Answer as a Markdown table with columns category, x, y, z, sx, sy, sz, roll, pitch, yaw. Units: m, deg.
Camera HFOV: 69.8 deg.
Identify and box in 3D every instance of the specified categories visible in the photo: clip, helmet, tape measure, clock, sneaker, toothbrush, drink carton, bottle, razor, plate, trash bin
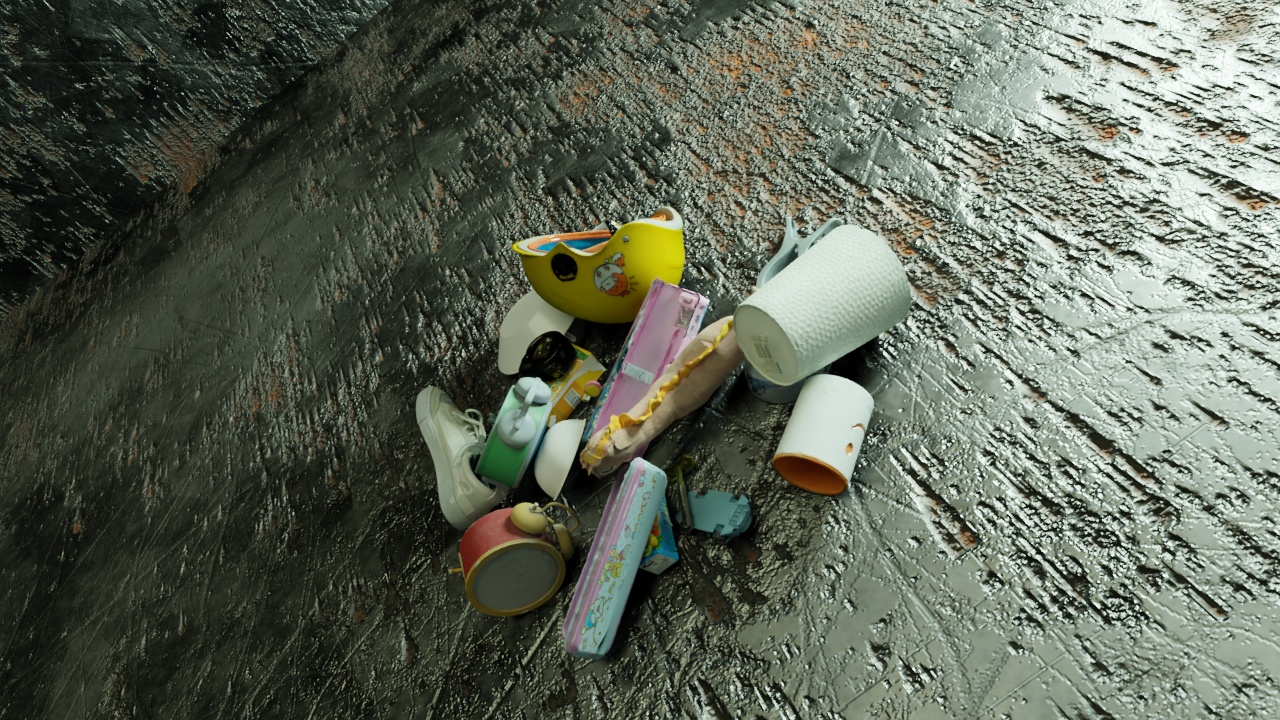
| category | x | y | z | sx | sy | sz | roll | pitch | yaw |
| --- | --- | --- | --- | --- | --- | --- | --- | --- | --- |
| clip | 0.207 | -0.126 | 1.199 | 0.091 | 0.027 | 0.162 | 2 | 57 | 35 |
| helmet | -0.049 | -0.119 | 1.274 | 0.240 | 0.140 | 0.208 | -9 | 14 | 19 |
| tape measure | -0.127 | -0.005 | 1.265 | 0.072 | 0.042 | 0.072 | -12 | 46 | 32 |
| clock | -0.144 | 0.222 | 1.091 | 0.159 | 0.117 | 0.081 | -40 | 38 | 7 |
| sneaker | -0.245 | 0.119 | 1.282 | 0.091 | 0.089 | 0.242 | -31 | 49 | 4 |
| toothbrush | -0.066 | 0.041 | 1.206 | 0.016 | 0.021 | 0.135 | -65 | 4 | -10 |
| drink carton | 0.011 | 0.183 | 1.065 | 0.044 | 0.038 | 0.128 | -43 | 38 | 28 |
| bottle | -0.107 | -0.029 | 1.336 | 0.036 | 0.036 | 0.109 | 12 | 63 | 42 |
| razor | 0.049 | 0.156 | 1.057 | 0.042 | 0.026 | 0.105 | -37 | 30 | 19 |
| drink carton | -0.113 | 0.039 | 1.280 | 0.058 | 0.041 | 0.122 | 25 | 73 | 46 |
| plate | -0.164 | -0.060 | 1.372 | 0.174 | 0.036 | 0.173 | -34 | 31 | 24 |
| trash bin | 0.198 | -0.057 | 1.031 | 0.161 | 0.133 | 0.133 | -33 | 38 | -22 |
| clock | -0.160 | 0.084 | 1.165 | 0.121 | 0.075 | 0.162 | -71 | 6 | -45 |

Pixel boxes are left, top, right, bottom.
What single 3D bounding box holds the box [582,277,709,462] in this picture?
| category | x | y | z | sx | sy | sz | roll | pitch | yaw |
| --- | --- | --- | --- | --- | --- | --- | --- | --- | --- |
| box | -0.008 | 0.006 | 1.144 | 0.085 | 0.090 | 0.230 | 24 | 90 | 37 |

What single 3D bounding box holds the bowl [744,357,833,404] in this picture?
| category | x | y | z | sx | sy | sz | roll | pitch | yaw |
| --- | --- | --- | --- | --- | --- | --- | --- | --- | --- |
| bowl | 0.171 | -0.007 | 1.108 | 0.114 | 0.045 | 0.114 | -20 | 46 | 22 |

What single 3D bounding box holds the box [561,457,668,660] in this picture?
| category | x | y | z | sx | sy | sz | roll | pitch | yaw |
| --- | --- | --- | --- | --- | --- | --- | --- | --- | --- |
| box | -0.027 | 0.215 | 1.001 | 0.062 | 0.140 | 0.214 | 20 | 79 | 1 |

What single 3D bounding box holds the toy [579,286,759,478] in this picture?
| category | x | y | z | sx | sy | sz | roll | pitch | yaw |
| --- | --- | --- | --- | --- | --- | --- | --- | --- | --- |
| toy | 0.034 | 0.031 | 1.066 | 0.263 | 0.197 | 0.065 | -33 | 64 | -33 |

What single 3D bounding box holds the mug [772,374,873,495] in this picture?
| category | x | y | z | sx | sy | sz | roll | pitch | yaw |
| --- | --- | --- | --- | --- | --- | --- | --- | --- | --- |
| mug | 0.197 | 0.080 | 0.988 | 0.082 | 0.082 | 0.105 | 4 | 57 | 38 |

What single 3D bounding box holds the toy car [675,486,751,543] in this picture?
| category | x | y | z | sx | sy | sz | roll | pitch | yaw |
| --- | --- | --- | --- | --- | --- | --- | --- | --- | --- |
| toy car | 0.086 | 0.175 | 1.030 | 0.108 | 0.027 | 0.060 | -1 | 53 | 57 |

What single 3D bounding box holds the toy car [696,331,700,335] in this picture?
| category | x | y | z | sx | sy | sz | roll | pitch | yaw |
| --- | --- | --- | --- | --- | --- | --- | --- | --- | --- |
| toy car | 0.051 | -0.032 | 1.215 | 0.051 | 0.049 | 0.100 | -11 | 49 | 30 |

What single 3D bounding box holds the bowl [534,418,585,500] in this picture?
| category | x | y | z | sx | sy | sz | roll | pitch | yaw |
| --- | --- | --- | --- | --- | --- | --- | --- | --- | --- |
| bowl | -0.108 | 0.118 | 1.161 | 0.110 | 0.040 | 0.110 | -161 | 92 | -84 |
